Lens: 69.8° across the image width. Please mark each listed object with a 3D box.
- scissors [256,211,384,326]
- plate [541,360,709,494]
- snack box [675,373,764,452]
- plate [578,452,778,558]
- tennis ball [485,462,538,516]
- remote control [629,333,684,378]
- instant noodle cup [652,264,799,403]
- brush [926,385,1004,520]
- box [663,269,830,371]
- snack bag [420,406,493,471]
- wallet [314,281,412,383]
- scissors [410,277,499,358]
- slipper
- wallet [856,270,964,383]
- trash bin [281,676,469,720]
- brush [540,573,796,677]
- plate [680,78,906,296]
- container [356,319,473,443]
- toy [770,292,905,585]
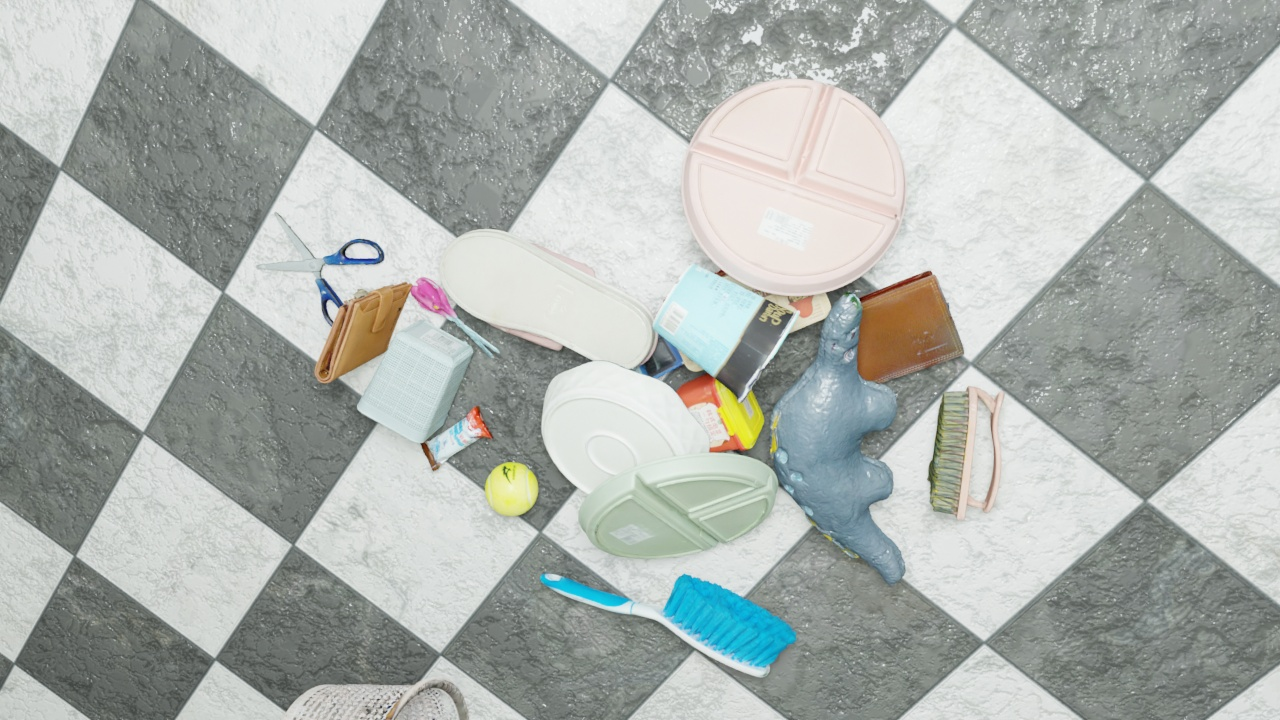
[{"bbox_3d":[-0.384,-0.108,1.110,0.176,0.012,0.162,-9,106,14],"label":"scissors"},{"bbox_3d":[-0.025,0.095,1.044,0.205,0.045,0.205,15,131,18],"label":"plate"},{"bbox_3d":[0.085,0.059,1.039,0.080,0.081,0.091,-20,104,26],"label":"snack box"},{"bbox_3d":[0.045,0.170,1.031,0.230,0.027,0.231,-7,145,-5],"label":"plate"},{"bbox_3d":[-0.158,0.157,1.122,0.065,0.065,0.065,3,108,10],"label":"tennis ball"},{"bbox_3d":[-0.006,0.006,1.067,0.125,0.024,0.049,-28,100,19],"label":"remote control"},{"bbox_3d":[0.081,-0.035,0.925,0.120,0.111,0.111,33,110,6],"label":"instant noodle cup"},{"bbox_3d":[0.359,0.098,1.006,0.073,0.063,0.146,6,107,13],"label":"brush"},{"bbox_3d":[0.114,-0.060,1.003,0.168,0.076,0.091,-23,101,10],"label":"box"},{"bbox_3d":[-0.229,0.097,1.138,0.104,0.026,0.048,-27,89,17],"label":"snack bag"},{"bbox_3d":[-0.317,-0.037,1.056,0.031,0.131,0.108,29,109,3],"label":"wallet"},{"bbox_3d":[-0.223,-0.047,1.088,0.094,0.017,0.137,-3,135,52],"label":"scissors"},{"bbox_3d":[-0.103,-0.070,1.044,0.274,0.054,0.114,22,106,14],"label":"slipper"},{"bbox_3d":[0.278,-0.029,0.998,0.125,0.032,0.101,-22,105,17],"label":"wallet"},{"bbox_3d":[-0.367,0.522,1.215,0.192,0.226,0.228,2,108,23],"label":"trash bin"},{"bbox_3d":[0.031,0.308,1.144,0.314,0.060,0.110,27,114,4],"label":"brush"},{"bbox_3d":[0.156,-0.179,0.923,0.229,0.028,0.229,0,83,0],"label":"plate"},{"bbox_3d":[-0.263,0.021,1.088,0.090,0.089,0.112,29,108,0],"label":"container"},{"bbox_3d":[0.213,0.093,1.010,0.138,0.091,0.357,-2,114,23],"label":"toy"}]
